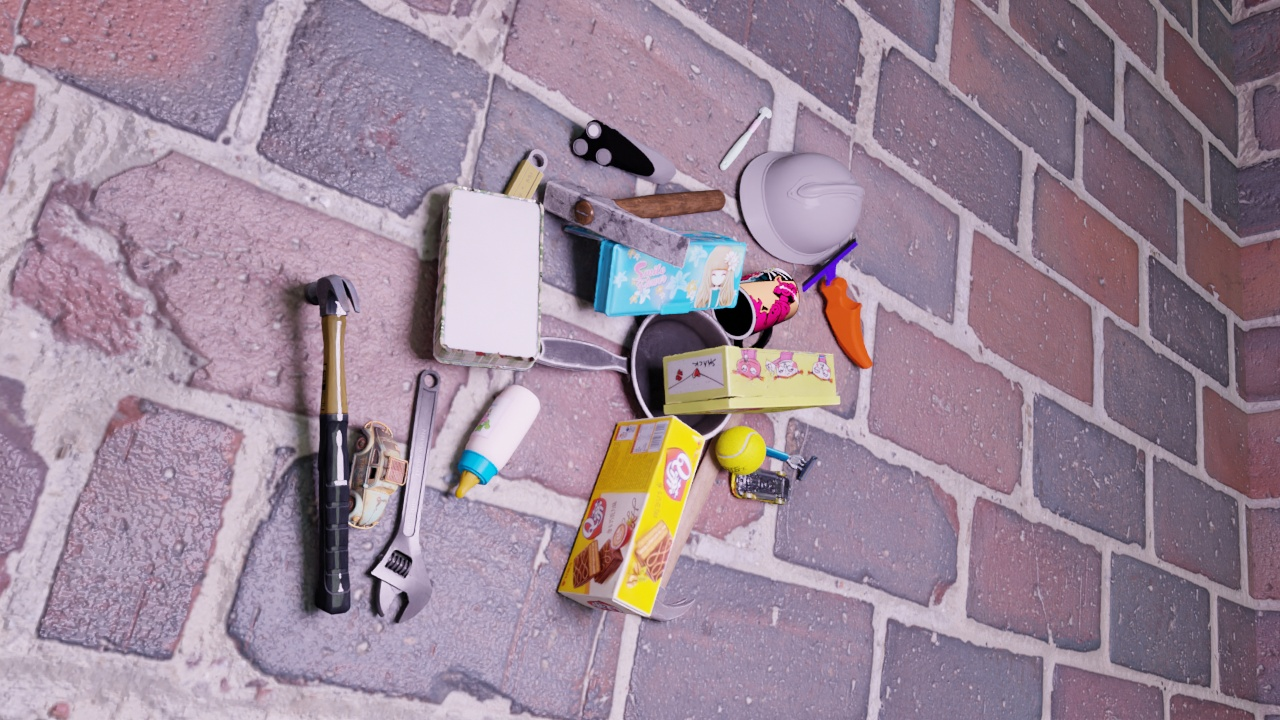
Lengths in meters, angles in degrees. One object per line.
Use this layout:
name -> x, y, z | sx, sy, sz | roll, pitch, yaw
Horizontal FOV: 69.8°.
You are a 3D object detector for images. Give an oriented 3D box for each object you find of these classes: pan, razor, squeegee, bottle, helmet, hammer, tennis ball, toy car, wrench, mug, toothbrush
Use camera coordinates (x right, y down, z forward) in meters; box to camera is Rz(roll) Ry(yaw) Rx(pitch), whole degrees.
pan -> -0.007, 0.007, 1.173 | 0.356, 0.055, 0.187 | 7, 77, -37
razor -> 0.193, 0.135, 1.329 | 0.143, 0.022, 0.042 | 22, 104, -29
squeegee -> 0.322, -0.071, 1.444 | 0.248, 0.055, 0.185 | -37, 105, -52
bottle -> -0.168, 0.095, 1.035 | 0.051, 0.051, 0.145 | 44, 58, -23
helmet -> 0.282, -0.248, 1.406 | 0.270, 0.118, 0.183 | -6, 85, -40
hammer -> 0.051, -0.189, 1.195 | 0.299, 0.218, 0.037 | -17, 127, -50
tennis ball -> 0.134, 0.120, 1.230 | 0.065, 0.066, 0.065 | 8, 76, -37
hammer -> -0.303, 0.080, 0.907 | 0.025, 0.118, 0.333 | 1, 86, -35
toy car -> -0.269, 0.118, 0.947 | 0.047, 0.047, 0.111 | 33, 60, -58
wrench -> -0.170, -0.146, 1.100 | 0.083, 0.018, 0.272 | 37, 61, -27
wrench -> -0.244, 0.142, 0.989 | 0.073, 0.018, 0.272 | 16, 70, -35
mug -> 0.164, -0.066, 1.313 | 0.098, 0.082, 0.118 | -22, 123, -38
razor -> -0.015, -0.272, 1.225 | 0.156, 0.057, 0.060 | 7, 49, -45
toy car -> 0.172, 0.176, 1.296 | 0.106, 0.030, 0.049 | 16, 70, -32
hammer -> 0.068, 0.191, 1.222 | 0.119, 0.031, 0.330 | 43, 56, -25
toothbrush -> 0.159, -0.337, 1.394 | 0.022, 0.015, 0.154 | 33, 59, 6

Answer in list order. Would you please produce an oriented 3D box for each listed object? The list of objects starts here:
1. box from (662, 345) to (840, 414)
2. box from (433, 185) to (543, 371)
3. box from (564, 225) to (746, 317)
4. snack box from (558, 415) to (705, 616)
box -> 0.147, 0.030, 1.200 | 0.220, 0.125, 0.080 | 5, 80, -43
box -> -0.169, -0.091, 1.035 | 0.117, 0.050, 0.205 | 6, 69, -22
box -> 0.015, -0.124, 1.207 | 0.226, 0.121, 0.098 | -7, 114, -39
snack box -> -0.010, 0.183, 1.103 | 0.061, 0.110, 0.229 | 35, 62, -31
